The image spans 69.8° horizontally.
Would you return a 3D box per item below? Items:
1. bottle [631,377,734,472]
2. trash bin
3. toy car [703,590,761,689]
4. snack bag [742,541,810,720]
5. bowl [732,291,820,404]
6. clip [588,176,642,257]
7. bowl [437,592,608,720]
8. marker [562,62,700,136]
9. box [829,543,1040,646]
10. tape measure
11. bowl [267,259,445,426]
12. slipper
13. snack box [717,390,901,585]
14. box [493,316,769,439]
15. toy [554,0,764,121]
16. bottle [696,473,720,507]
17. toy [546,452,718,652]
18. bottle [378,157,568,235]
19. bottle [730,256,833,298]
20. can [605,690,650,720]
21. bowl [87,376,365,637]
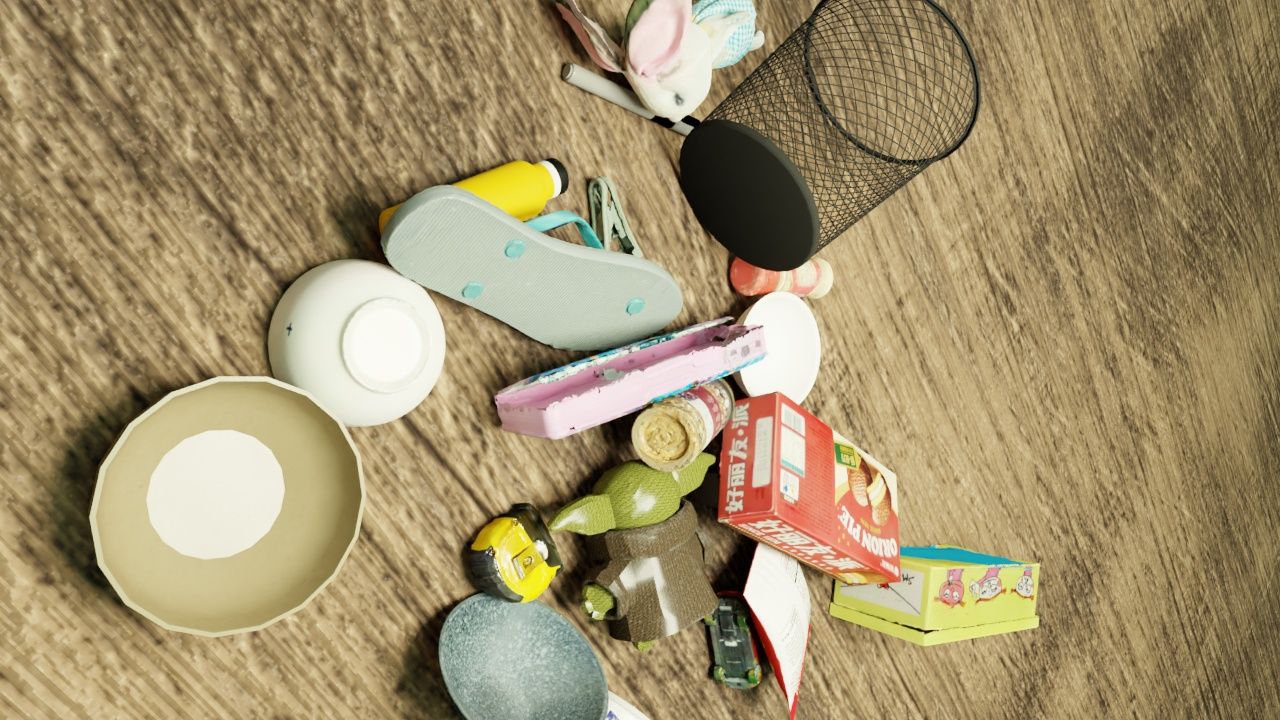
[{"bbox_3d":[0.037,0.048,0.755,0.105,0.056,0.056,-35,116,-63],"label":"bottle"},{"bbox_3d":[0.155,-0.196,0.798,0.209,0.184,0.184,-42,117,-24],"label":"trash bin"},{"bbox_3d":[0.086,0.257,0.841,0.036,0.042,0.091,-15,97,-63],"label":"toy car"},{"bbox_3d":[0.133,0.235,0.859,0.144,0.039,0.130,68,24,-19],"label":"snack bag"},{"bbox_3d":[0.116,-0.009,0.853,0.109,0.041,0.110,-2,93,-39],"label":"bowl"},{"bbox_3d":[-0.026,-0.113,0.746,0.059,0.023,0.076,-26,110,-37],"label":"clip"},{"bbox_3d":[-0.095,0.241,0.669,0.137,0.137,0.057,12,124,-39],"label":"bowl"},{"bbox_3d":[-0.005,-0.214,0.762,0.140,0.016,0.016,13,83,-39],"label":"marker"},{"bbox_3d":[0.320,0.245,0.982,0.220,0.125,0.080,11,85,-41],"label":"box"},{"bbox_3d":[-0.093,0.149,0.688,0.064,0.037,0.065,-33,106,-44],"label":"tape measure"},{"bbox_3d":[-0.177,-0.011,0.601,0.113,0.063,0.113,-3,95,-39],"label":"bowl"},{"bbox_3d":[-0.076,-0.066,0.673,0.268,0.054,0.098,15,126,-48],"label":"slipper"},{"bbox_3d":[0.164,0.126,0.852,0.236,0.060,0.113,32,53,-42],"label":"snack box"},{"bbox_3d":[-0.005,0.003,0.727,0.229,0.085,0.053,-19,105,-37],"label":"box"},{"bbox_3d":[0.031,-0.251,0.750,0.204,0.131,0.106,-24,121,-50],"label":"toy"},{"bbox_3d":[0.103,0.127,0.856,0.112,0.030,0.030,15,83,-39],"label":"bottle"},{"bbox_3d":[0.004,0.156,0.746,0.178,0.078,0.153,-17,95,-41],"label":"toy"},{"bbox_3d":[-0.114,-0.111,0.659,0.143,0.043,0.043,-31,110,-34],"label":"bottle"},{"bbox_3d":[0.134,-0.080,0.865,0.109,0.044,0.044,-1,92,-41],"label":"bottle"},{"bbox_3d":[-0.051,0.326,0.708,0.078,0.078,0.136,49,63,-30],"label":"can"},{"bbox_3d":[-0.249,0.084,0.553,0.152,0.051,0.152,-2,93,-39],"label":"bowl"}]
